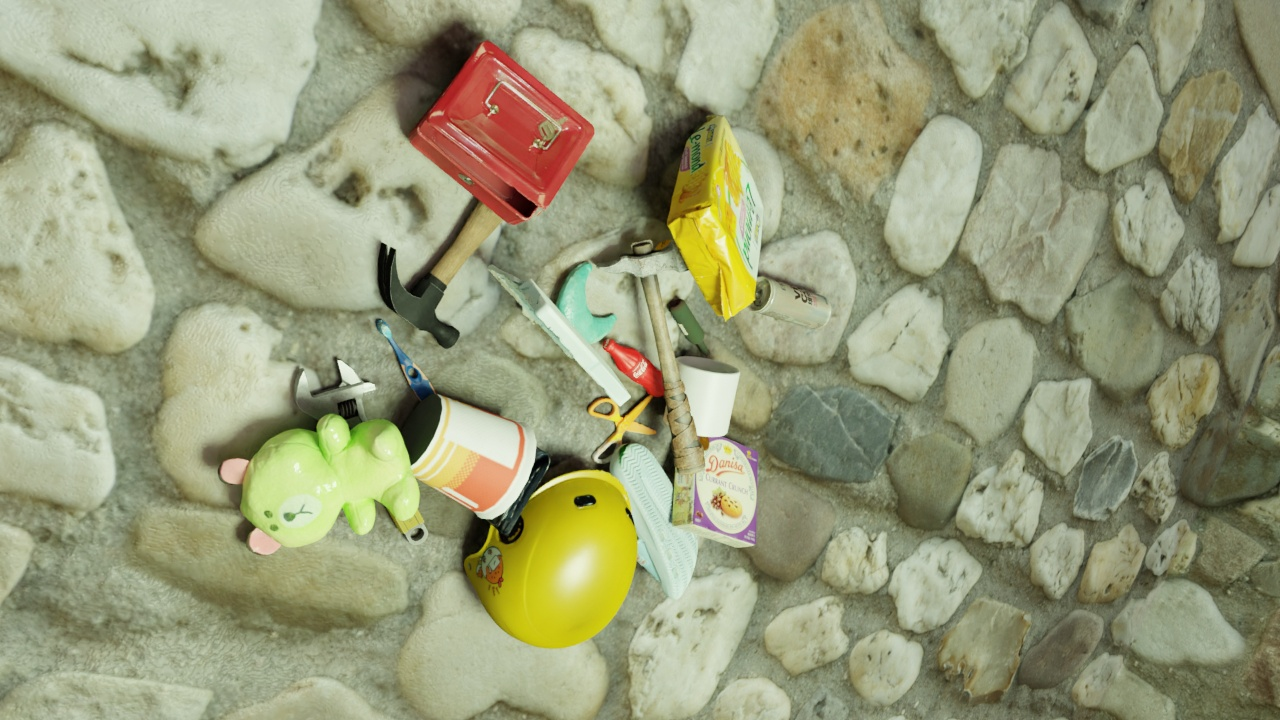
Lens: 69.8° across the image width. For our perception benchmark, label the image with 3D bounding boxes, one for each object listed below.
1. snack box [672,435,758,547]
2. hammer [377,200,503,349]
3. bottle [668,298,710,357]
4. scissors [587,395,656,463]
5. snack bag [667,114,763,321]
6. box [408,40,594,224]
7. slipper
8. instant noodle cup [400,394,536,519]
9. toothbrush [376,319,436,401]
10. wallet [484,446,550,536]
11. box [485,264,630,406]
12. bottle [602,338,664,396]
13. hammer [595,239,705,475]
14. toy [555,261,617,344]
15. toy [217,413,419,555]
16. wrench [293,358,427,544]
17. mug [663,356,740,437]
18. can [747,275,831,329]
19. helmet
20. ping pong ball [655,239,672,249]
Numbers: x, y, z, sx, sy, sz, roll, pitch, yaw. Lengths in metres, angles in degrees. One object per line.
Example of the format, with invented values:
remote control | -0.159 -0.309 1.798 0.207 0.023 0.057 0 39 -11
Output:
snack box | 0.110 0.184 1.330 0.143 0.041 0.147 25 60 -40
hammer | -0.179 -0.170 1.053 0.305 0.040 0.132 -54 131 -8
bottle | 0.072 -0.042 1.277 0.025 0.025 0.106 -45 126 -14
scissors | -0.027 0.094 1.265 0.125 0.011 0.128 18 97 -37
snack bag | 0.095 -0.183 1.149 0.246 0.068 0.160 -77 147 -45
box | -0.149 -0.241 0.988 0.157 0.093 0.129 38 73 -17
slipper | 0.012 0.224 1.294 0.103 0.074 0.245 -51 123 -49
instant noodle cup | -0.209 0.107 1.079 0.121 0.123 0.123 31 88 -32
toothbrush | -0.268 0.008 1.063 0.021 0.017 0.135 -32 122 -11
wallet | -0.168 0.148 1.138 0.026 0.089 0.115 33 85 -44
box | -0.092 -0.032 1.079 0.041 0.134 0.197 -42 135 -3
bottle | -0.007 0.007 1.232 0.119 0.036 0.036 39 83 -37
hammer | 0.034 0.000 1.196 0.121 0.049 0.319 -13 105 -1
toy | -0.073 -0.063 1.167 0.084 0.033 0.105 -48 130 -29
toy | -0.340 0.126 0.992 0.197 0.107 0.150 -7 122 5
wrench | -0.314 0.114 1.068 0.083 0.018 0.274 -32 122 -22
mug | 0.094 0.048 1.288 0.121 0.091 0.090 -5 110 -52
can | 0.219 -0.083 1.347 0.135 0.054 0.054 14 98 -37
helmet | -0.093 0.270 1.167 0.209 0.139 0.240 26 111 -38
ping pong ball | 0.037 -0.139 1.209 0.040 0.040 0.040 -12 113 -31
